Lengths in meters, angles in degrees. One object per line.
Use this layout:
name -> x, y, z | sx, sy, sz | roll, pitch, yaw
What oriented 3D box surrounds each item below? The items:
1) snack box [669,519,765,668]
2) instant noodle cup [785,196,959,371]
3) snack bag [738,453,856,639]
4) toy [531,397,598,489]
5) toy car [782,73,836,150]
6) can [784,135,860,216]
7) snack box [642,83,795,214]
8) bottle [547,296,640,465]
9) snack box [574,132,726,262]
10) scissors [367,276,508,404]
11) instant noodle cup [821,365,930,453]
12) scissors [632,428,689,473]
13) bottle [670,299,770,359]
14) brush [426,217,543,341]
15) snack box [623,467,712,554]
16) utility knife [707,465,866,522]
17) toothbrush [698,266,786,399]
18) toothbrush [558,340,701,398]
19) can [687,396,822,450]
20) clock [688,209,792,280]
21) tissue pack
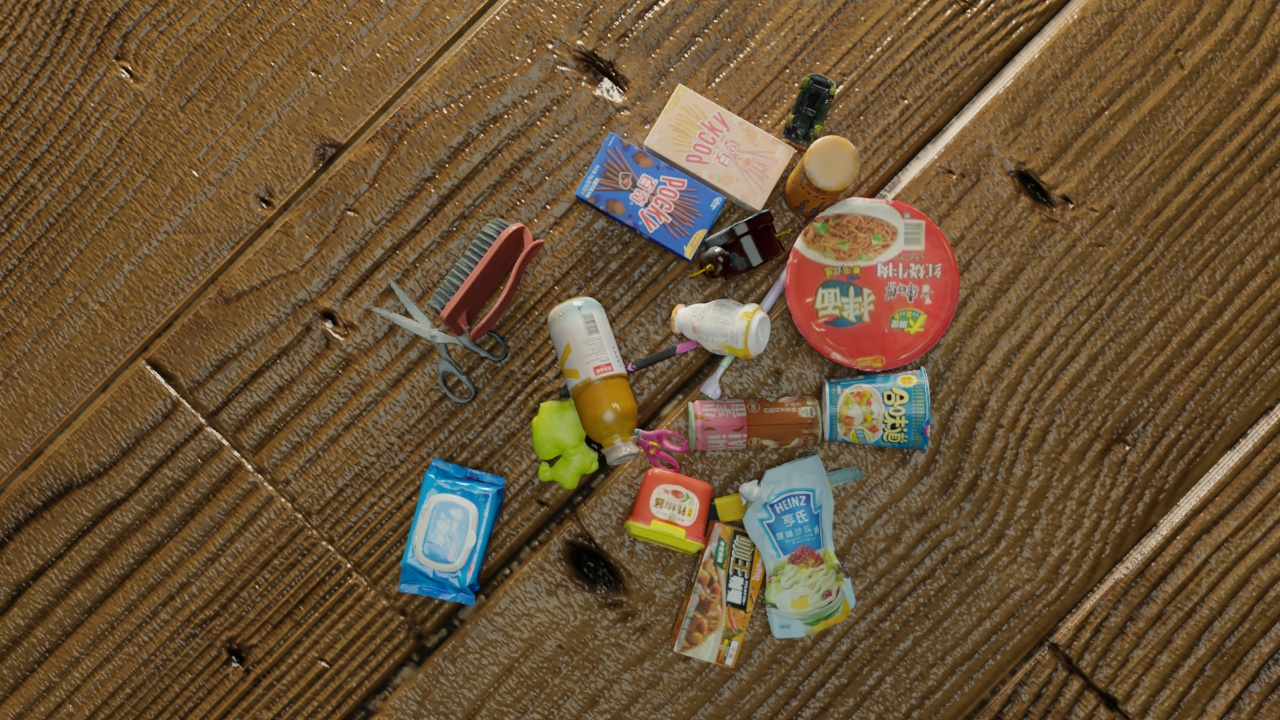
snack box -> 0.092, 0.265, 1.042 | 0.075, 0.026, 0.153 | 19, 89, -10
instant noodle cup -> 0.256, -0.084, 1.039 | 0.194, 0.066, 0.194 | 0, 89, 1
snack bag -> 0.176, 0.208, 1.028 | 0.110, 0.039, 0.191 | -15, 96, -8
toy -> -0.090, 0.093, 1.053 | 0.097, 0.031, 0.100 | -41, 88, 2
toy car -> 0.194, -0.288, 1.061 | 0.042, 0.035, 0.090 | 22, 83, 0
can -> 0.196, -0.198, 1.002 | 0.058, 0.146, 0.058 | 0, 88, 1
snack box -> 0.090, -0.244, 1.065 | 0.157, 0.026, 0.084 | 30, 89, 1
bottle -> -0.048, 0.023, 1.017 | 0.068, 0.068, 0.189 | -20, 73, 0
snack box -> 0.012, -0.188, 1.063 | 0.157, 0.026, 0.084 | 30, 88, 1
scissors -> -0.235, -0.024, 1.068 | 0.159, 0.014, 0.170 | -7, 87, 1
instant noodle cup -> 0.260, 0.054, 1.024 | 0.110, 0.099, 0.099 | 0, 88, 8
scissors -> -0.004, 0.077, 1.042 | 0.137, 0.077, 0.017 | 35, 47, 4
bottle -> 0.088, -0.039, 1.031 | 0.108, 0.063, 0.063 | 12, 88, 29
brush -> -0.171, -0.094, 1.040 | 0.069, 0.063, 0.145 | 32, 79, 14
snack box -> 0.034, 0.168, 1.030 | 0.091, 0.082, 0.080 | 17, 75, 0
utility knife -> 0.165, 0.153, 1.056 | 0.193, 0.015, 0.033 | -15, 108, 0
toothbrush -> 0.129, -0.038, 1.062 | 0.029, 0.021, 0.189 | 33, 87, 34
toothbrush -> -0.006, 0.006, 1.063 | 0.189, 0.018, 0.014 | -21, 82, -1
can -> 0.128, 0.071, 1.038 | 0.147, 0.058, 0.058 | -2, 88, 0
clock -> 0.107, -0.124, 1.034 | 0.122, 0.082, 0.055 | -27, 94, -3
tissue pack -> -0.215, 0.197, 1.041 | 0.095, 0.052, 0.157 | 15, 88, 1
